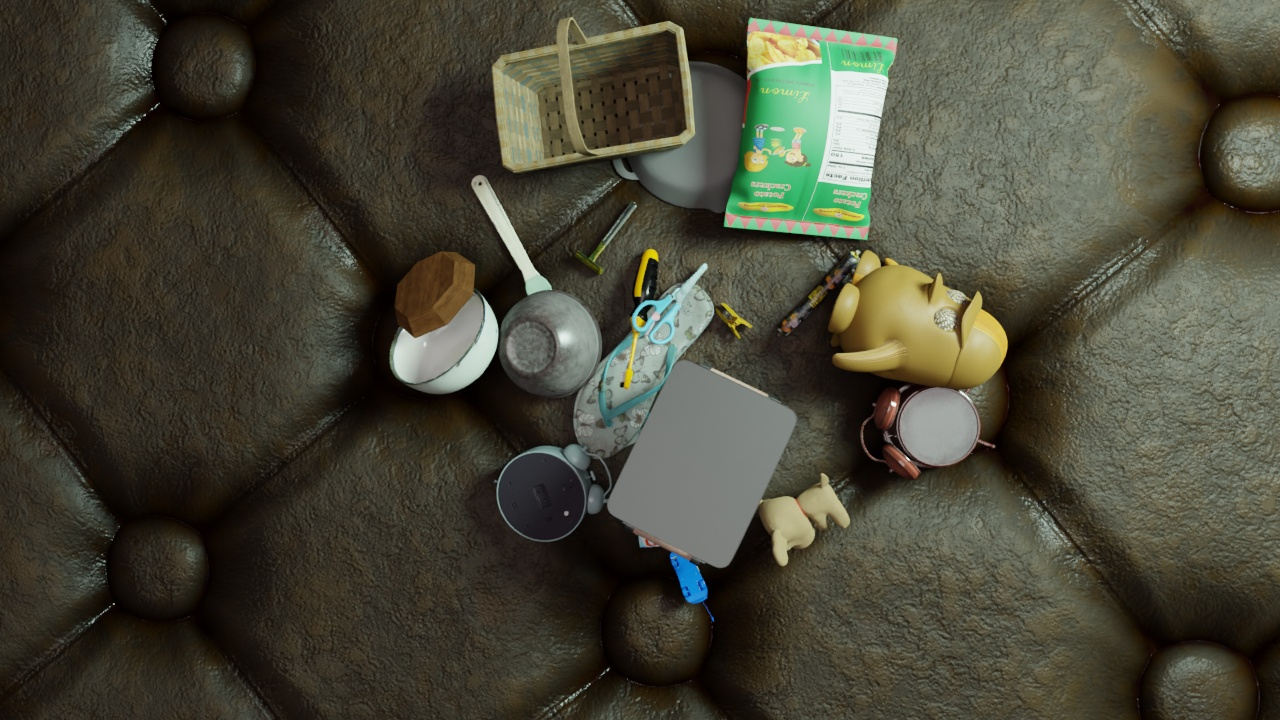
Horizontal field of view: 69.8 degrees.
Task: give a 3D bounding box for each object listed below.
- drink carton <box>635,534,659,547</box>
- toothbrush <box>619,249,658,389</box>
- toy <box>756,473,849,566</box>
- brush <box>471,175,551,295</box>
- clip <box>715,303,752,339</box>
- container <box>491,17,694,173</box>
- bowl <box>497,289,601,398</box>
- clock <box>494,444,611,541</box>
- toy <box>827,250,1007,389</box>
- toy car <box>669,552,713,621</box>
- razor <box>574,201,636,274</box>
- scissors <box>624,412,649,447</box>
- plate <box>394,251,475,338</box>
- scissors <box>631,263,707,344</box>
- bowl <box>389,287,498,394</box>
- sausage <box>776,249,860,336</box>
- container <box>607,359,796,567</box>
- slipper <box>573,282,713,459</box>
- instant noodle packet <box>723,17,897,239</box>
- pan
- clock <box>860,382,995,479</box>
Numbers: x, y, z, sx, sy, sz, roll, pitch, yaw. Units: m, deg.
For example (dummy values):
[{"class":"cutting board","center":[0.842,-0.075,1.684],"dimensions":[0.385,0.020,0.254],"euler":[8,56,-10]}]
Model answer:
[{"class":"drink carton","center":[0.056,0.220,1.216],"dimensions":[0.129,0.038,0.044],"euler":[-8,90,4]},{"class":"toothbrush","center":[-0.002,-0.056,1.197],"dimensions":[0.031,0.031,0.196],"euler":[-2,69,32]},{"class":"toy","center":[0.204,0.198,1.182],"dimensions":[0.108,0.134,0.106],"euler":[-28,130,3]},{"class":"brush","center":[-0.171,-0.156,1.243],"dimensions":[0.033,0.012,0.217],"euler":[-29,87,4]},{"class":"clip","center":[0.119,-0.046,1.210],"dimensions":[0.039,0.053,0.047],"euler":[-44,117,4]},{"class":"container","center":[-0.062,-0.322,1.129],"dimensions":[0.250,0.186,0.157],"euler":[-7,90,14]},{"class":"bowl","center":[-0.129,-0.020,1.197],"dimensions":[0.145,0.067,0.145],"euler":[2,95,18]},{"class":"clock","center":[-0.114,0.170,1.213],"dimensions":[0.159,0.045,0.122],"euler":[-21,94,14]},{"class":"toy","center":[0.345,-0.040,1.125],"dimensions":[0.203,0.163,0.198],"euler":[24,53,17]},{"class":"toy car","center":[0.074,0.301,1.230],"dimensions":[0.033,0.062,0.092],"euler":[-25,59,4]},{"class":"razor","center":[-0.040,-0.169,1.229],"dimensions":[0.042,0.026,0.106],"euler":[37,89,5]},{"class":"scissors","center":[0.035,0.084,1.227],"dimensions":[0.137,0.019,0.129],"euler":[14,92,6]},{"class":"plate","center":[-0.276,-0.093,1.204],"dimensions":[0.131,0.025,0.131],"euler":[-18,51,23]},{"class":"scissors","center":[0.048,-0.078,1.196],"dimensions":[0.063,0.015,0.138],"euler":[46,77,-7]},{"class":"bowl","center":[-0.247,-0.018,1.202],"dimensions":[0.154,0.073,0.153],"euler":[-18,50,22]},{"class":"sausage","center":[0.235,-0.087,1.209],"dimensions":[0.020,0.020,0.155],"euler":[44,94,3]},{"class":"container","center":[0.076,0.127,1.138],"dimensions":[0.163,0.130,0.241],"euler":[26,85,6]},{"class":"slipper","center":[-0.007,0.007,1.208],"dimensions":[0.098,0.054,0.269],"euler":[35,90,16]},{"class":"instant noodle packet","center":[0.214,-0.287,1.160],"dimensions":[0.195,0.090,0.253],"euler":[4,102,-11]},{"class":"pan","center":[0.133,-0.320,1.212],"dimensions":[0.355,0.024,0.216],"euler":[-19,89,4]},{"class":"clock","center":[0.359,0.086,1.175],"dimensions":[0.158,0.072,0.120],"euler":[-14,90,4]}]
